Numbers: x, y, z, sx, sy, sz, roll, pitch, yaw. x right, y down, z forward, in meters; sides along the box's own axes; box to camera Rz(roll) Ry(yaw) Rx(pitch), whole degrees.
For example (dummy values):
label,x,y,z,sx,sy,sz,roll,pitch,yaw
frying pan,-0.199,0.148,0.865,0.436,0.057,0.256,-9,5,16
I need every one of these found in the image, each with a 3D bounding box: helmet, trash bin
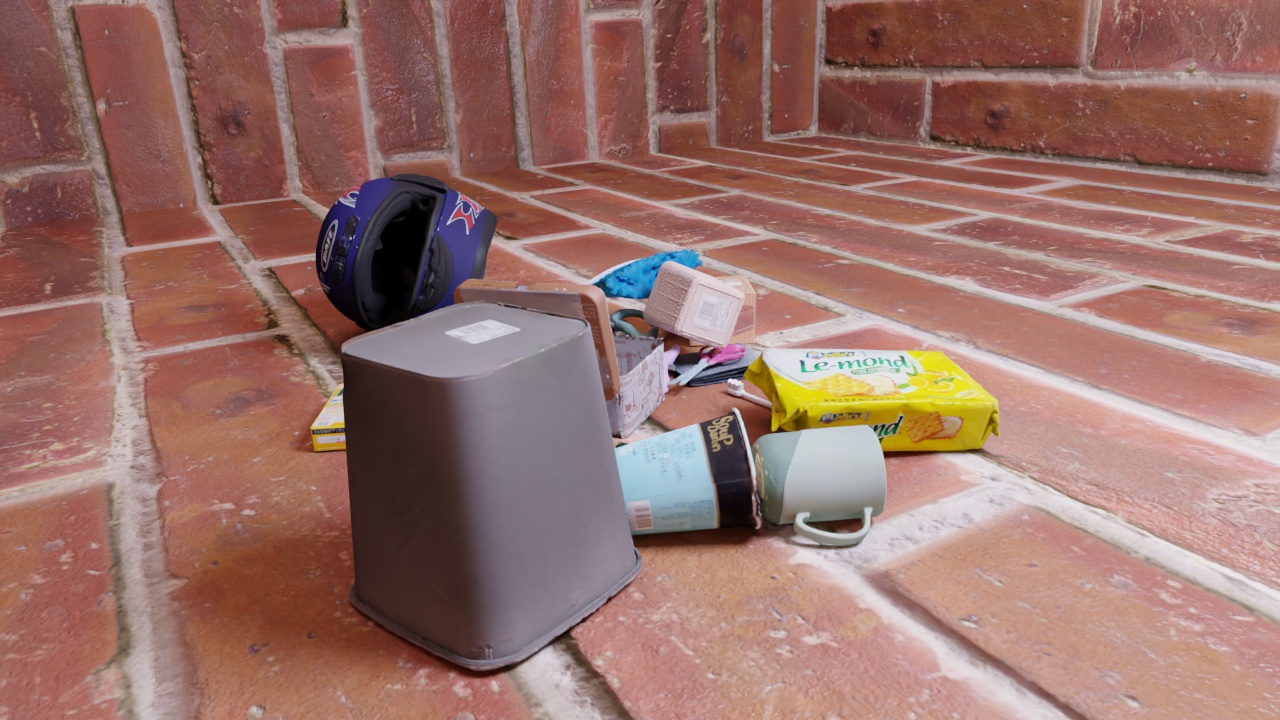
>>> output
label,x,y,z,sx,sy,sz,roll,pitch,yaw
helmet,-0.341,-0.145,1.318,0.240,0.247,0.315,13,9,-12
trash bin,-0.123,0.081,0.727,0.199,0.220,0.198,12,24,37

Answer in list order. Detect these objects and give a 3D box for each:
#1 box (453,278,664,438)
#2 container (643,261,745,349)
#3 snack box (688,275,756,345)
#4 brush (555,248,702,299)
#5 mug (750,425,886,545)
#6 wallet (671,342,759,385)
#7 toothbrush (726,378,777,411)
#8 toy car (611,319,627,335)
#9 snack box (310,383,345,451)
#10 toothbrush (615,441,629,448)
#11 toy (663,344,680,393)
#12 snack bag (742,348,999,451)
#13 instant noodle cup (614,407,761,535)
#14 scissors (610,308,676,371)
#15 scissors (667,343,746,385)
label,x,y,z,sx,sy,sz,roll,pitch,yaw
box,-0.080,-0.021,1.054,0.181,0.218,0.157,5,33,24
container,0.072,-0.070,1.198,0.090,0.090,0.111,18,7,-23
snack box,0.112,-0.073,1.327,0.094,0.077,0.092,-3,20,-3
brush,-0.067,-0.099,1.284,0.313,0.060,0.110,-18,10,-28
mug,0.159,0.114,0.820,0.106,0.082,0.111,-4,52,-6
wallet,0.100,0.005,1.206,0.120,0.019,0.097,-10,19,-16
toothbrush,0.164,0.053,1.062,0.016,0.016,0.180,-20,28,-33
toy car,-0.059,-0.038,1.316,0.090,0.035,0.042,-5,19,0
snack box,-0.324,0.062,1.075,0.087,0.034,0.140,-4,22,-3
toothbrush,0.052,0.108,0.935,0.186,0.012,0.017,10,34,31
toy,-0.007,0.007,1.169,0.108,0.039,0.083,1,43,22
snack bag,0.246,0.043,0.986,0.246,0.068,0.158,1,21,-6
instant noodle cup,0.037,0.106,0.819,0.120,0.111,0.111,-11,20,0
scissors,-0.027,-0.008,1.229,0.161,0.019,0.179,-23,40,-10
scissors,0.073,0.004,1.169,0.072,0.017,0.136,13,31,44
